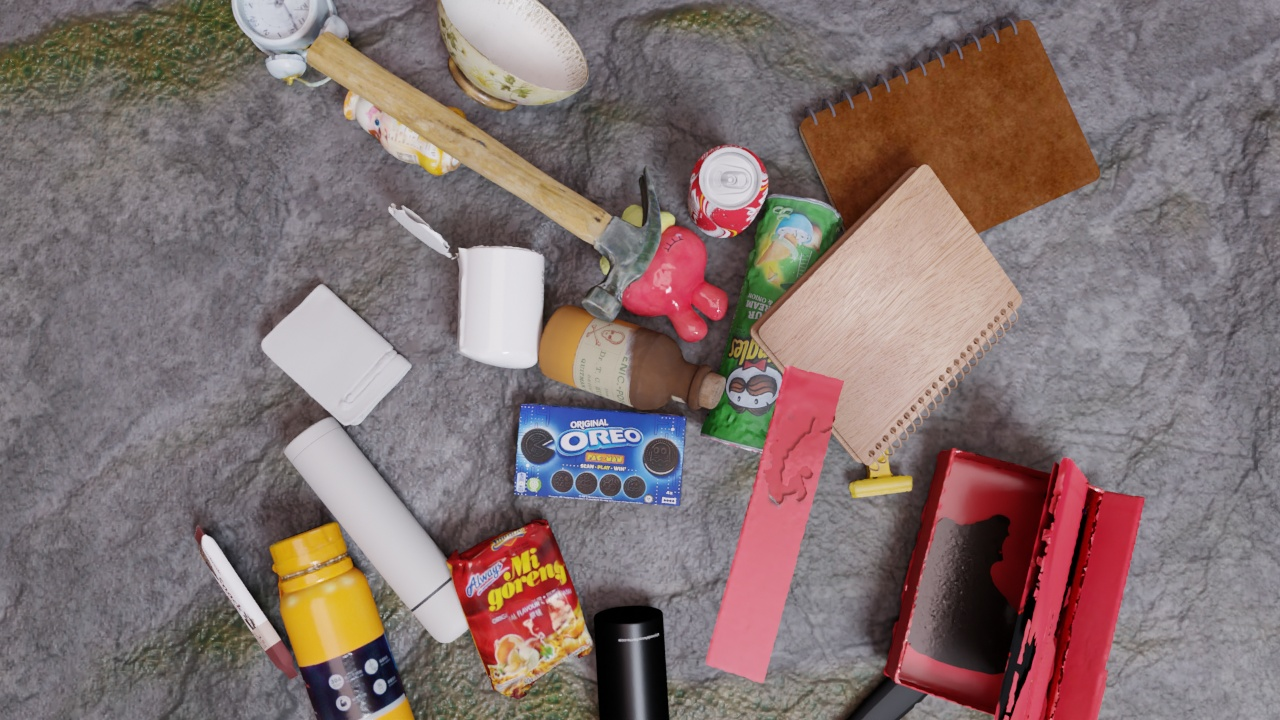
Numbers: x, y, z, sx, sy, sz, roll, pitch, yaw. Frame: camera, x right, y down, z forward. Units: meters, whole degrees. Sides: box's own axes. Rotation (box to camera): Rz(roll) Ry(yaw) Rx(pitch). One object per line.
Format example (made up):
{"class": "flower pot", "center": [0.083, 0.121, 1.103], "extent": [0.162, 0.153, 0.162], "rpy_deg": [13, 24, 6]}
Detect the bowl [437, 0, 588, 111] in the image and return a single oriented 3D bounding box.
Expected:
{"class": "bowl", "center": [-0.122, -0.265, 0.800], "extent": [0.145, 0.144, 0.063], "rpy_deg": [47, 127, 2]}

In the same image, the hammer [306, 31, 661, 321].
{"class": "hammer", "center": [-0.129, -0.174, 0.771], "extent": [0.330, 0.033, 0.132], "rpy_deg": [33, 74, -3]}

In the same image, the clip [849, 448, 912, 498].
{"class": "clip", "center": [0.212, 0.098, 0.815], "extent": [0.054, 0.044, 0.050], "rpy_deg": [-7, 113, 3]}

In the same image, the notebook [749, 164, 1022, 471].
{"class": "notebook", "center": [0.217, -0.034, 0.782], "extent": [0.210, 0.022, 0.169], "rpy_deg": [-44, 105, -11]}

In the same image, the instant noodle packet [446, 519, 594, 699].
{"class": "instant noodle packet", "center": [-0.102, 0.214, 0.800], "extent": [0.098, 0.040, 0.135], "rpy_deg": [-19, 86, -29]}

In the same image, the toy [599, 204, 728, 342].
{"class": "toy", "center": [0.020, -0.077, 0.816], "extent": [0.091, 0.045, 0.135], "rpy_deg": [-38, 82, 2]}

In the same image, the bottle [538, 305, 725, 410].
{"class": "bottle", "center": [-0.005, 0.005, 0.783], "extent": [0.157, 0.067, 0.068], "rpy_deg": [18, 89, 19]}

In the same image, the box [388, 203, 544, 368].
{"class": "box", "center": [-0.153, -0.065, 0.795], "extent": [0.143, 0.083, 0.137], "rpy_deg": [4, 87, -11]}

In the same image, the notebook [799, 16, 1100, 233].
{"class": "notebook", "center": [0.272, -0.192, 0.822], "extent": [0.225, 0.024, 0.167], "rpy_deg": [-24, 89, 1]}

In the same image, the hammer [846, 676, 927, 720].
{"class": "hammer", "center": [0.188, 0.333, 0.812], "extent": [0.323, 0.029, 0.127], "rpy_deg": [-43, 88, -1]}

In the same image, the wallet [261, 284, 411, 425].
{"class": "wallet", "center": [-0.275, -0.003, 0.833], "extent": [0.116, 0.032, 0.086], "rpy_deg": [45, 79, 4]}

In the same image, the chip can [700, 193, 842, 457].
{"class": "chip can", "center": [0.115, -0.031, 0.798], "extent": [0.075, 0.075, 0.223], "rpy_deg": [16, 89, 2]}

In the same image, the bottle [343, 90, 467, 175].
{"class": "bottle", "center": [-0.208, -0.210, 0.817], "extent": [0.109, 0.063, 0.063], "rpy_deg": [25, 89, 0]}

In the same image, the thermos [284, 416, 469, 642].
{"class": "thermos", "center": [-0.225, 0.152, 0.814], "extent": [0.052, 0.052, 0.224], "rpy_deg": [-39, 88, 0]}

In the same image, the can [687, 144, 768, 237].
{"class": "can", "center": [0.073, -0.144, 0.786], "extent": [0.064, 0.105, 0.064], "rpy_deg": [0, 88, 1]}

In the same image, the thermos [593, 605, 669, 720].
{"class": "thermos", "center": [-0.004, 0.336, 0.799], "extent": [0.061, 0.061, 0.231], "rpy_deg": [-3, 89, 1]}

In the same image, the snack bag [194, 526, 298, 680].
{"class": "snack bag", "center": [-0.354, 0.218, 0.819], "extent": [0.013, 0.057, 0.158], "rpy_deg": [-33, 88, -35]}

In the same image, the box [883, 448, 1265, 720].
{"class": "box", "center": [0.451, 0.221, 0.680], "extent": [0.512, 0.141, 0.215], "rpy_deg": [14, 81, 27]}

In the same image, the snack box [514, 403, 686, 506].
{"class": "snack box", "center": [-0.035, 0.083, 0.823], "extent": [0.150, 0.027, 0.082], "rpy_deg": [3, 88, 2]}

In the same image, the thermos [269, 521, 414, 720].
{"class": "thermos", "center": [-0.265, 0.263, 0.801], "extent": [0.091, 0.076, 0.232], "rpy_deg": [-20, 89, 4]}

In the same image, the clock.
{"class": "clock", "center": [-0.312, -0.302, 0.827], "extent": [0.083, 0.057, 0.117], "rpy_deg": [-34, 95, 0]}
